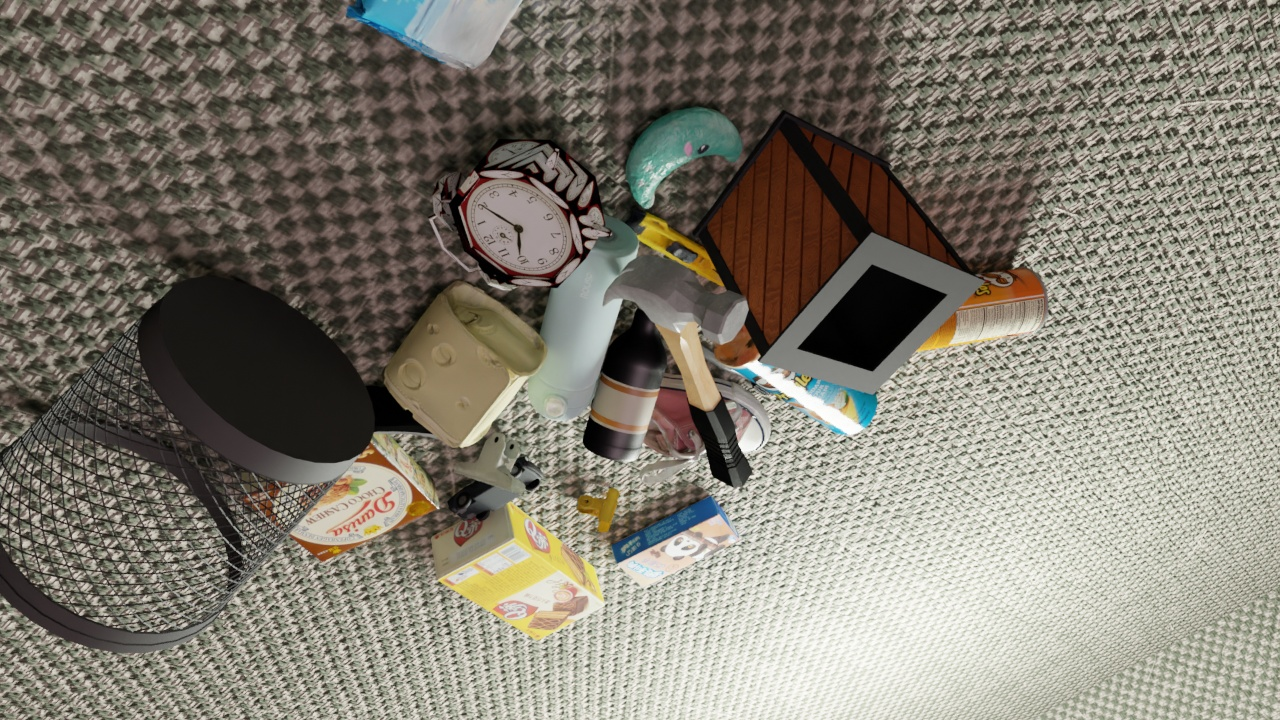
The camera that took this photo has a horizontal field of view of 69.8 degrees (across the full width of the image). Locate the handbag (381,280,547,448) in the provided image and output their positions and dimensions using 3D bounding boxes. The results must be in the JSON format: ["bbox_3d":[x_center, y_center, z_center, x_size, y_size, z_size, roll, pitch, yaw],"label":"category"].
[{"bbox_3d":[-0.162,0.006,0.833,0.111,0.081,0.120,39,123,-5],"label":"handbag"}]

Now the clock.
[{"bbox_3d":[-0.102,-0.116,0.736,0.155,0.064,0.115,-14,124,33],"label":"clock"}]

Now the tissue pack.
[{"bbox_3d":[-0.116,-0.263,0.587,0.092,0.061,0.145,16,130,-37],"label":"tissue pack"}]

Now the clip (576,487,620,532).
[{"bbox_3d":[-0.051,0.179,1.104,0.049,0.054,0.045,-15,125,29],"label":"clip"}]

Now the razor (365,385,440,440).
[{"bbox_3d":[-0.235,0.049,0.882,0.156,0.057,0.060,6,164,-29],"label":"razor"}]

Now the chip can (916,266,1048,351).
[{"bbox_3d":[0.320,-0.050,0.983,0.215,0.075,0.075,-9,137,-14],"label":"chip can"}]

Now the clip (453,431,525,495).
[{"bbox_3d":[-0.148,0.110,0.980,0.050,0.102,0.058,49,63,-40],"label":"clip"}]

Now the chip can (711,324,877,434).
[{"bbox_3d":[0.169,0.011,0.985,0.080,0.079,0.229,-40,136,20],"label":"chip can"}]

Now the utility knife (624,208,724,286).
[{"bbox_3d":[0.053,-0.099,0.869,0.179,0.017,0.031,21,134,-41],"label":"utility knife"}]

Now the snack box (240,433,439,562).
[{"bbox_3d":[-0.306,0.134,0.948,0.143,0.041,0.147,-24,138,3],"label":"snack box"}]

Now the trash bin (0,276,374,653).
[{"bbox_3d":[-0.364,0.077,0.741,0.228,0.217,0.217,-42,135,16],"label":"trash bin"}]

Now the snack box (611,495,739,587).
[{"bbox_3d":[0.047,0.241,1.213,0.151,0.034,0.087,-28,138,8],"label":"snack box"}]

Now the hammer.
[{"bbox_3d":[0.055,0.026,0.832,0.039,0.131,0.328,-53,148,-20],"label":"hammer"}]

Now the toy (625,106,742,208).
[{"bbox_3d":[0.035,-0.174,0.769,0.105,0.033,0.085,-25,149,2],"label":"toy"}]

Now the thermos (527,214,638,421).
[{"bbox_3d":[-0.058,-0.033,0.848,0.065,0.077,0.207,15,129,-6],"label":"thermos"}]

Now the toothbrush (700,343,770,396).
[{"bbox_3d":[0.090,0.003,0.995,0.013,0.013,0.167,-41,132,22],"label":"toothbrush"}]

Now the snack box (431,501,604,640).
[{"bbox_3d":[-0.148,0.265,1.138,0.110,0.061,0.230,-29,138,9],"label":"snack box"}]

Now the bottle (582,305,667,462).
[{"bbox_3d":[-0.005,0.005,0.891,0.059,0.059,0.182,9,105,-30],"label":"bottle"}]

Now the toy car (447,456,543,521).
[{"bbox_3d":[-0.162,0.142,1.021,0.112,0.034,0.046,-31,137,13],"label":"toy car"}]

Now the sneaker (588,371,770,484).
[{"bbox_3d":[0.054,0.073,0.996,0.240,0.087,0.119,14,128,-32],"label":"sneaker"}]

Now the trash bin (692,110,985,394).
[{"bbox_3d":[0.165,-0.092,0.801,0.139,0.171,0.140,14,128,-34],"label":"trash bin"}]
